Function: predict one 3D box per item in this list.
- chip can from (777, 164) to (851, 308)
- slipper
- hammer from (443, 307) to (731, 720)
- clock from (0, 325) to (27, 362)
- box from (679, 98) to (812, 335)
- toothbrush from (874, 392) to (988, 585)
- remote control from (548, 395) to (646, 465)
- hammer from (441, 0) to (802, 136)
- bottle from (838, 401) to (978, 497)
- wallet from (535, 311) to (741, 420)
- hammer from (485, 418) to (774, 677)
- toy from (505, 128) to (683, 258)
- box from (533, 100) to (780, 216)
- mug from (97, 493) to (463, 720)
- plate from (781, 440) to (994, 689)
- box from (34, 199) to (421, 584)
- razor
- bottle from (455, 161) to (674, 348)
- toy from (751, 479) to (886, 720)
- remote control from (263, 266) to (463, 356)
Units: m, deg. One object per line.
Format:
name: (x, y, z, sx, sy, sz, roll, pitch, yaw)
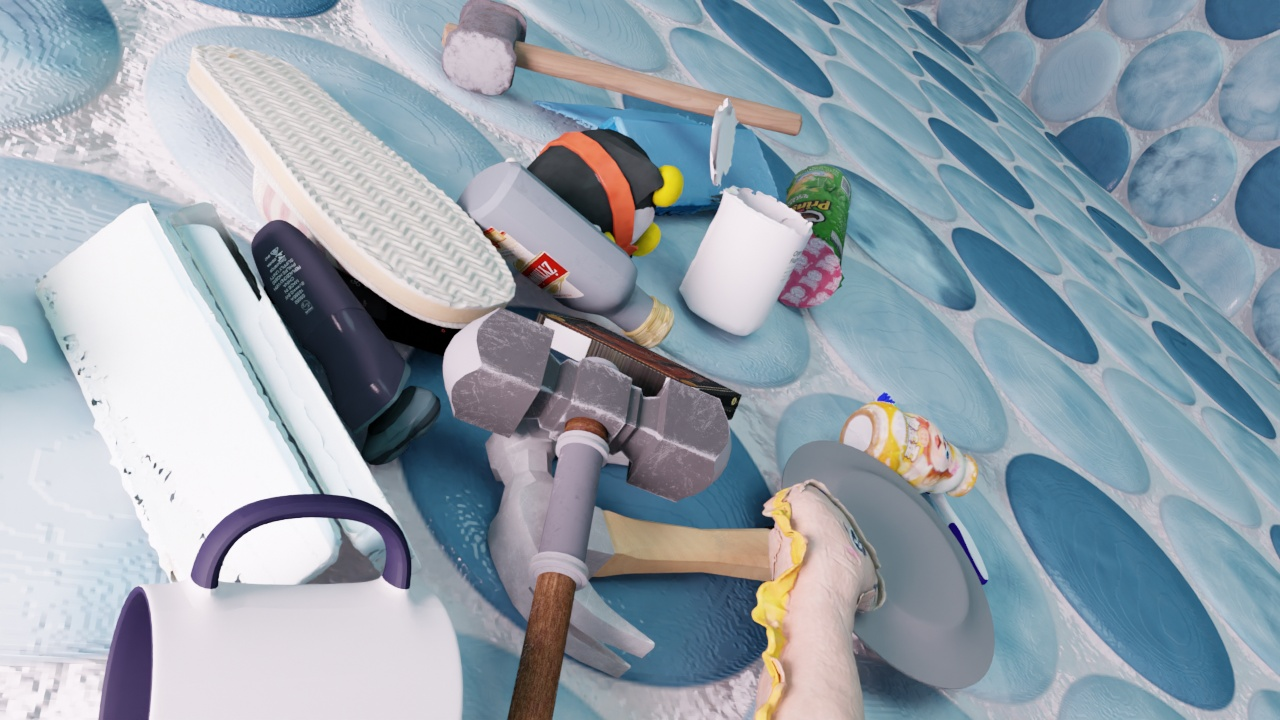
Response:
chip can: (0.172, -0.132, 0.919, 0.075, 0.076, 0.222, 35, 32, -6)
slipper: (-0.180, -0.102, 0.551, 0.263, 0.052, 0.114, 44, 29, 19)
hammer: (-0.040, 0.119, 0.373, 0.156, 0.043, 0.321, 23, 44, -14)
clock: (-0.300, -0.013, 0.326, 0.119, 0.043, 0.094, -7, 53, -50)
box: (0.076, -0.110, 0.724, 0.118, 0.160, 0.084, 33, 25, 11)
toothbrush: (0.235, 0.099, 0.749, 0.015, 0.016, 0.186, 13, 40, -34)
remote control: (-0.022, 0.034, 0.562, 0.138, 0.026, 0.060, 13, 40, -38)
hammer: (-0.012, -0.248, 0.820, 0.328, 0.052, 0.097, 12, 38, -8)
bottle: (0.208, 0.074, 0.706, 0.108, 0.063, 0.063, 21, 36, -23)
wallet: (-0.003, 0.003, 0.569, 0.123, 0.019, 0.072, 27, 10, 32)
hammer: (0.064, 0.114, 0.540, 0.327, 0.039, 0.131, 12, 42, -36)
toy: (-0.045, -0.116, 0.670, 0.119, 0.098, 0.099, -31, 72, -33)
box: (0.031, -0.211, 0.889, 0.173, 0.066, 0.231, 50, 35, 19)
mug: (-0.118, 0.100, 0.310, 0.096, 0.112, 0.079, 11, 1, -37)
plate: (0.163, 0.122, 0.587, 0.178, 0.012, 0.178, 27, 36, -22)
box: (-0.185, 0.023, 0.394, 0.096, 0.086, 0.199, -30, 65, -22)
razor: (-0.153, -0.014, 0.463, 0.143, 0.047, 0.052, 52, 8, 11)
bottle: (-0.043, -0.064, 0.610, 0.161, 0.072, 0.046, 37, 72, -29)
toy: (0.057, 0.154, 0.416, 0.196, 0.065, 0.263, 40, 44, -31)
remote control: (-0.139, -0.027, 0.532, 0.150, 0.013, 0.034, 19, 37, -29)
